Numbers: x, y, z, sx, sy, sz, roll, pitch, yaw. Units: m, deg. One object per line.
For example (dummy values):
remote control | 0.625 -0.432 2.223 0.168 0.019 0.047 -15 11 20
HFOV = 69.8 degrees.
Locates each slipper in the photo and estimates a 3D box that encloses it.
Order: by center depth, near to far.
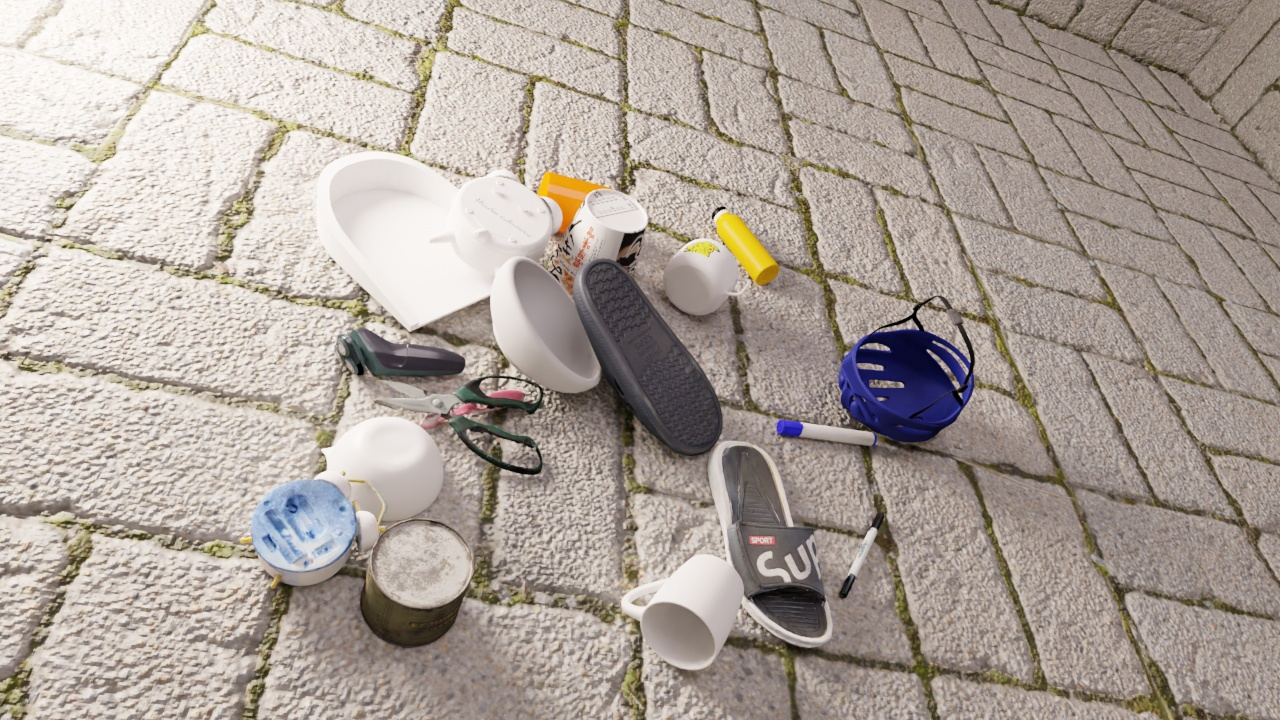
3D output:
slipper | 0.145 0.189 1.023 0.111 0.063 0.263 7 43 -21
slipper | -0.007 0.006 1.102 0.110 0.084 0.268 -39 98 -42

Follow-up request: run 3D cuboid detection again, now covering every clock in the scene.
clock | -0.290 0.149 0.830 0.125 0.052 0.089 -29 68 -33
clock | -0.172 -0.173 1.140 0.125 0.073 0.160 34 47 0

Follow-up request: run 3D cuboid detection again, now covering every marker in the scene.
marker | 0.263 0.227 1.082 0.011 0.011 0.151 35 43 8
marker | 0.245 0.095 1.198 0.141 0.020 0.020 9 45 -20

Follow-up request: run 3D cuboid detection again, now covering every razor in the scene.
razor | -0.265 -0.005 1.020 0.142 0.047 0.052 6 70 -26

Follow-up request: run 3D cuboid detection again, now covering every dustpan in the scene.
dustpan | -0.286 -0.165 1.138 0.258 0.053 0.191 40 46 21

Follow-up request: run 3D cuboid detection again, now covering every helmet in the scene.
helmet | 0.372 0.009 1.196 0.241 0.228 0.147 -1 57 -32

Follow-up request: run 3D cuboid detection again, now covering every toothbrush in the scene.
toothbrush | -0.184 0.052 1.021 0.134 0.016 0.021 -17 67 -38

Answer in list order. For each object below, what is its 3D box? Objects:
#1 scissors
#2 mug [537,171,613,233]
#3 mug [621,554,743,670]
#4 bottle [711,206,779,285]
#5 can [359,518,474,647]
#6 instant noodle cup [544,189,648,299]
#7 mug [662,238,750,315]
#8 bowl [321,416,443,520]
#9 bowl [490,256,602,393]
scissors | -0.189 0.071 0.983 0.209 0.015 0.137 4 57 -32
mug | -0.098 -0.222 1.306 0.096 0.078 0.112 11 16 -17
mug | 0.040 0.242 0.913 0.114 0.081 0.087 8 28 26
bottle | 0.157 -0.180 1.411 0.043 0.043 0.143 -10 54 -35
can | -0.201 0.199 0.822 0.090 0.075 0.089 13 44 -13
instant noodle cup | -0.051 -0.152 1.215 0.123 0.122 0.123 14 43 -14
mug | 0.092 -0.112 1.264 0.116 0.094 0.067 16 39 22
bowl | -0.250 0.098 0.915 0.114 0.051 0.114 14 43 -14
bowl | -0.121 -0.031 1.075 0.176 0.066 0.176 50 19 -25
